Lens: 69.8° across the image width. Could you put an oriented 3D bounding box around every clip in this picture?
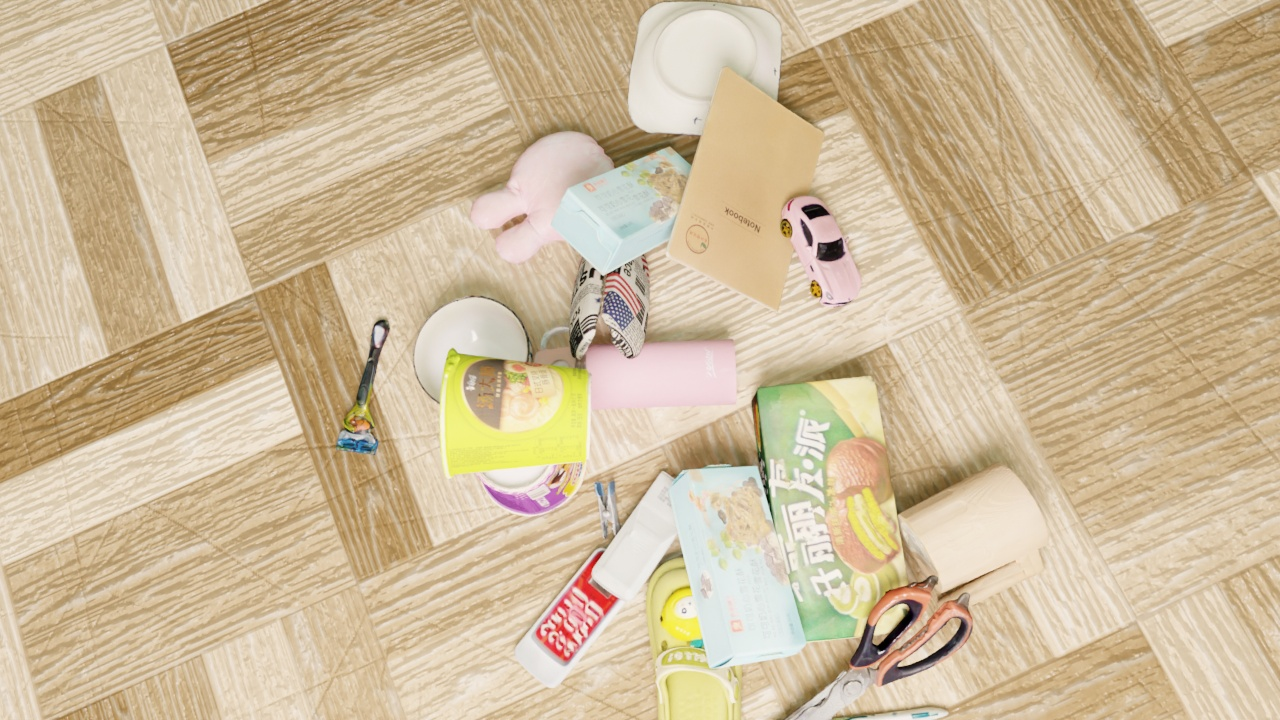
[{"bbox_3d":[-0.031,0.146,0.898,0.038,0.026,0.058,-7,82,11],"label":"clip"}]

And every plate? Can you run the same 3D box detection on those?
[{"bbox_3d":[0.070,-0.324,0.997,0.164,0.034,0.163,5,77,6],"label":"plate"}]

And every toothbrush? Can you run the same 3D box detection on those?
[{"bbox_3d":[0.187,0.337,0.843,0.191,0.016,0.018,-8,86,2],"label":"toothbrush"}]

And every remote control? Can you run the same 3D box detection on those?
[{"bbox_3d":[0.005,0.168,0.880,0.049,0.024,0.124,33,67,9],"label":"remote control"},{"bbox_3d":[-0.060,0.246,0.879,0.056,0.020,0.136,39,82,11],"label":"remote control"}]

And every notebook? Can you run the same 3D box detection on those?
[{"bbox_3d":[0.111,-0.171,0.928,0.147,0.008,0.207,24,76,-29],"label":"notebook"}]

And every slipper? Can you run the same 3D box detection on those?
[{"bbox_3d":[0.053,0.276,0.834,0.091,0.081,0.190,-3,79,0],"label":"slipper"}]

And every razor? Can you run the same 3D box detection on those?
[{"bbox_3d":[-0.280,0.024,0.946,0.043,0.022,0.142,8,77,4],"label":"razor"}]

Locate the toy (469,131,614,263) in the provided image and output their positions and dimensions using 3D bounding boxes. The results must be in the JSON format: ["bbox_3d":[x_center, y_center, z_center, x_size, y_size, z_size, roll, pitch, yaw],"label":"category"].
[{"bbox_3d":[-0.098,-0.171,0.960,0.159,0.054,0.121,-34,76,-11],"label":"toy"}]

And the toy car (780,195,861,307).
[{"bbox_3d":[0.185,-0.113,0.930,0.056,0.037,0.122,-17,76,-25],"label":"toy car"}]

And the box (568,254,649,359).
[{"bbox_3d":[-0.021,-0.066,0.904,0.087,0.076,0.162,15,43,-8],"label":"box"}]

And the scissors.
[{"bbox_3d":[0.188,0.268,0.809,0.208,0.015,0.185,-7,109,1],"label":"scissors"}]

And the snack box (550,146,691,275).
[{"bbox_3d":[-0.003,-0.151,0.906,0.074,0.052,0.174,45,44,11],"label":"snack box"}]

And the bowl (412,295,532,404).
[{"bbox_3d":[-0.162,0.000,0.920,0.116,0.066,0.116,-1,77,5],"label":"bowl"}]

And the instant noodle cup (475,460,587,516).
[{"bbox_3d":[-0.113,0.089,0.880,0.111,0.099,0.111,-1,75,4],"label":"instant noodle cup"}]

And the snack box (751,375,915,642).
[{"bbox_3d":[0.177,0.139,0.865,0.114,0.063,0.240,-6,77,1],"label":"snack box"}]

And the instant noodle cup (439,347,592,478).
[{"bbox_3d":[-0.103,0.046,0.789,0.123,0.112,0.111,1,77,-4],"label":"instant noodle cup"}]

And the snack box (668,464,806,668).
[{"bbox_3d":[0.084,0.182,0.824,0.074,0.052,0.174,0,60,-25],"label":"snack box"}]

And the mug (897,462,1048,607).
[{"bbox_3d":[0.306,0.168,0.839,0.103,0.084,0.125,-26,115,-1],"label":"mug"}]

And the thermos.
[{"bbox_3d":[-0.005,0.005,0.910,0.199,0.067,0.087,-1,70,5],"label":"thermos"}]

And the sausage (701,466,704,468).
[{"bbox_3d":[0.091,0.179,0.883,0.021,0.021,0.165,-22,76,-2],"label":"sausage"}]
